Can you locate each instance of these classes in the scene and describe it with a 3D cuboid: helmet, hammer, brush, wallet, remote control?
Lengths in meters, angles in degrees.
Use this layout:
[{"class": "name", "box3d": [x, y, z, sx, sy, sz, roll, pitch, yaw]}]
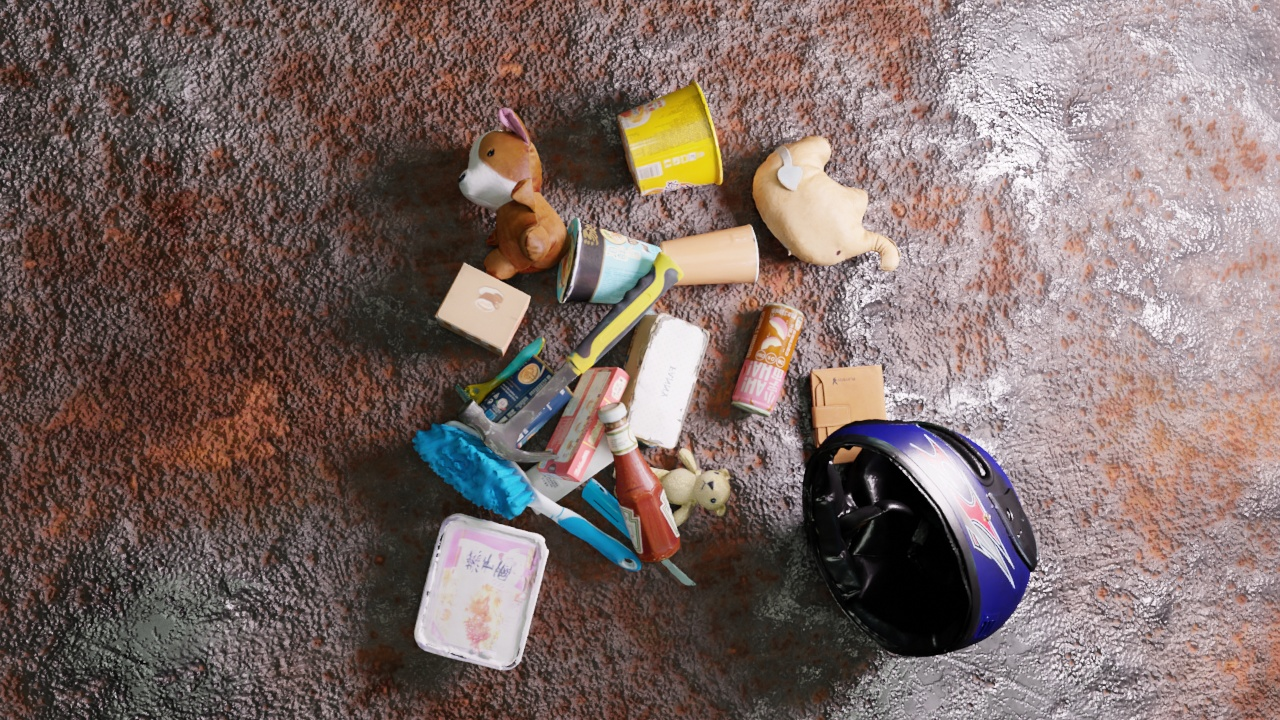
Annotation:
[{"class": "helmet", "box3d": [0.348, 0.195, 1.145, 0.239, 0.248, 0.315, -31, 101, -48]}, {"class": "hammer", "box3d": [-0.067, -0.004, 1.129, 0.323, 0.032, 0.126, -45, 108, -8]}, {"class": "brush", "box3d": [-0.136, 0.175, 1.138, 0.314, 0.109, 0.061, 38, 105, 8]}, {"class": "wallet", "box3d": [0.285, 0.074, 1.254, 0.107, 0.031, 0.131, -3, 85, -10]}, {"class": "remote control", "box3d": [-0.096, 0.141, 1.197, 0.135, 0.019, 0.056, -36, 88, -8]}]

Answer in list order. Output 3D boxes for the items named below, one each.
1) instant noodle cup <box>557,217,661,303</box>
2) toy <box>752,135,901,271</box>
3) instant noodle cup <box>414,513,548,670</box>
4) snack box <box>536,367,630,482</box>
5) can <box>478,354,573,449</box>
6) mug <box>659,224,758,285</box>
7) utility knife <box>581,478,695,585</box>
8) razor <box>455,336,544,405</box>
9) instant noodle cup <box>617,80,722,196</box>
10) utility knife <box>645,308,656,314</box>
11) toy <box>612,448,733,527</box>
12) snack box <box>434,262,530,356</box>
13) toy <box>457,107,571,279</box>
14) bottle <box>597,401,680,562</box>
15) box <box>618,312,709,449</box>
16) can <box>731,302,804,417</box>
[{"class": "instant noodle cup", "box3d": [-0.037, -0.120, 1.187, 0.120, 0.111, 0.111, 8, 85, -16]}, {"class": "toy", "box3d": [0.248, -0.192, 1.240, 0.143, 0.082, 0.226, -40, 95, 0]}, {"class": "instant noodle cup", "box3d": [-0.195, 0.283, 1.144, 0.138, 0.060, 0.173, 14, 90, 2]}, {"class": "snack box", "box3d": [-0.072, 0.079, 1.162, 0.025, 0.075, 0.152, 37, 68, -31]}, {"class": "can", "box3d": [-0.150, 0.057, 1.168, 0.111, 0.075, 0.075, -44, 93, -8]}, {"class": "mug", "box3d": [0.089, -0.135, 1.219, 0.123, 0.078, 0.078, -7, 87, -3]}, {"class": "utility knife", "box3d": [-0.001, 0.229, 1.202, 0.198, 0.034, 0.018, 43, 42, -5]}, {"class": "razor", "box3d": [-0.176, 0.013, 1.190, 0.132, 0.028, 0.043, -38, 62, -6]}, {"class": "instant noodle cup", "box3d": [0.035, -0.280, 1.193, 0.110, 0.138, 0.138, -17, 89, 0]}, {"class": "utility knife", "box3d": [-0.007, 0.007, 1.221, 0.033, 0.015, 0.170, 15, 84, -10]}, {"class": "toy", "box3d": [0.041, 0.162, 1.195, 0.157, 0.066, 0.105, 5, 71, 6]}, {"class": "snack box", "box3d": [-0.198, -0.062, 1.159, 0.093, 0.094, 0.077, 27, 82, -5]}, {"class": "toy", "box3d": [-0.168, -0.204, 1.151, 0.130, 0.140, 0.199, -5, 79, -42]}, {"class": "bottle", "box3d": [-0.006, 0.150, 1.141, 0.059, 0.060, 0.206, -21, 104, -9]}, {"class": "box", "box3d": [0.021, 0.033, 1.193, 0.089, 0.060, 0.184, 22, 84, -24]}, {"class": "can", "box3d": [0.170, -0.001, 1.227, 0.058, 0.058, 0.147, 20, 84, -7]}]
